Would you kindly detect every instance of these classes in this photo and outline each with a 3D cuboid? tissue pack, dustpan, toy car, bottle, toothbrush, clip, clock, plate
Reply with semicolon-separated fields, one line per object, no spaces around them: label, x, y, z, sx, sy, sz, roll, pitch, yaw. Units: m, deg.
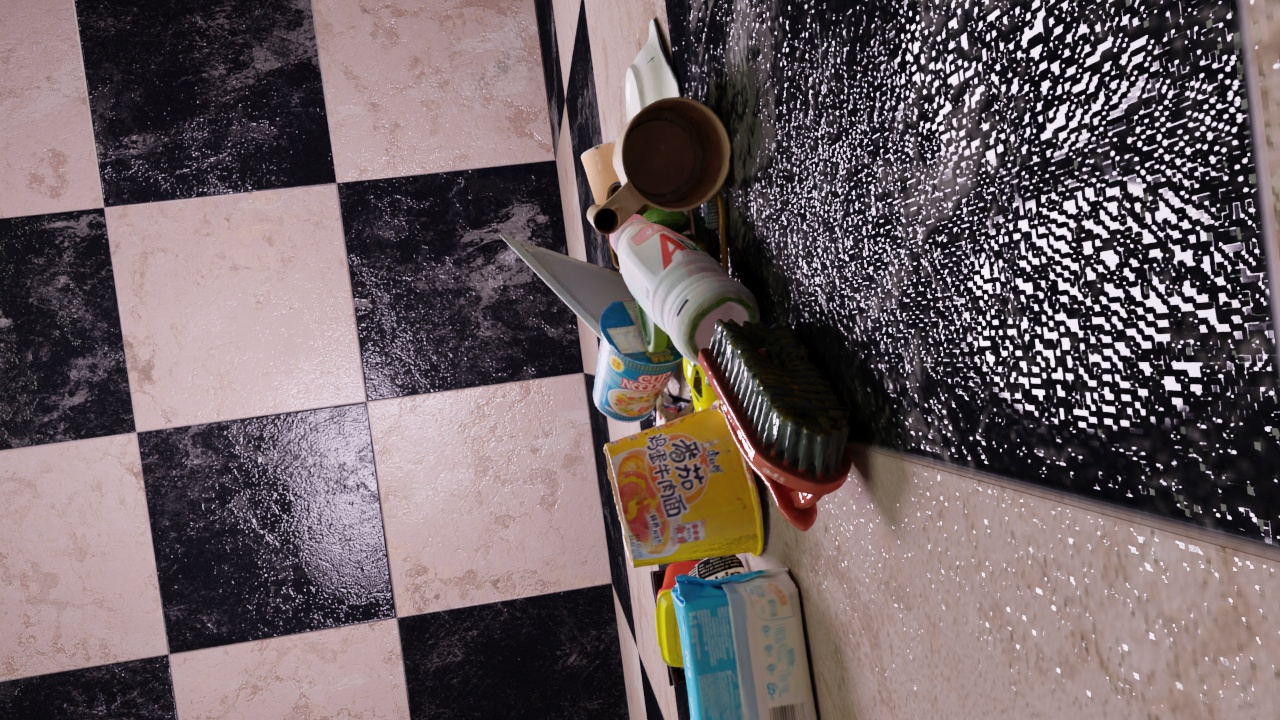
tissue pack;0.075;0.225;0.683;0.063;0.090;0.140;140;122;-82
dustpan;-0.064;-0.048;1.117;0.222;0.257;0.142;-137;64;-79
toy car;0.057;0.016;0.845;0.048;0.032;0.105;-106;10;-49
bottle;0.024;-0.067;0.736;0.197;0.068;0.068;-127;28;-54
toothbrush;0.067;-0.043;0.754;0.016;0.018;0.191;-113;17;-71
clip;0.029;0.068;0.987;0.105;0.082;0.034;117;146;-59
clock;0.025;-0.082;0.894;0.116;0.056;0.161;93;167;-53
plate;0.009;-0.246;0.940;0.164;0.034;0.164;91;170;-49

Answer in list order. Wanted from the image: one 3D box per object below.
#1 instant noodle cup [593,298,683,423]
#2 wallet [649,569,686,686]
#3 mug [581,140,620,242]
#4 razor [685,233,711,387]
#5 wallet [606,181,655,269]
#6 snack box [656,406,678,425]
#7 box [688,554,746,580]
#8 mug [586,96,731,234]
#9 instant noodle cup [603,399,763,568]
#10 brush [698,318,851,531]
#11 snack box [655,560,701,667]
instant noodle cup;-0.006;0.006;0.977;0.110;0.099;0.099;108;157;-44
wallet;0.052;0.289;1.010;0.096;0.020;0.122;11;-117;-51
mug;-0.019;-0.189;1.080;0.078;0.078;0.122;151;106;-83
razor;0.057;-0.042;0.791;0.043;0.028;0.132;34;-133;-68
wallet;-0.003;-0.141;0.991;0.115;0.033;0.090;-10;-84;-72
snack box;0.038;0.131;1.146;0.153;0.025;0.075;91;168;-53
box;0.084;0.258;0.819;0.088;0.076;0.162;58;-171;-44
mug;0.007;-0.150;0.736;0.084;0.124;0.103;46;-177;-13
instant noodle cup;0.032;0.111;0.784;0.138;0.109;0.138;167;91;-85
brush;0.081;0.035;0.548;0.145;0.063;0.069;-112;27;-57
snack box;0.058;0.255;0.936;0.080;0.082;0.091;-77;-17;-70
